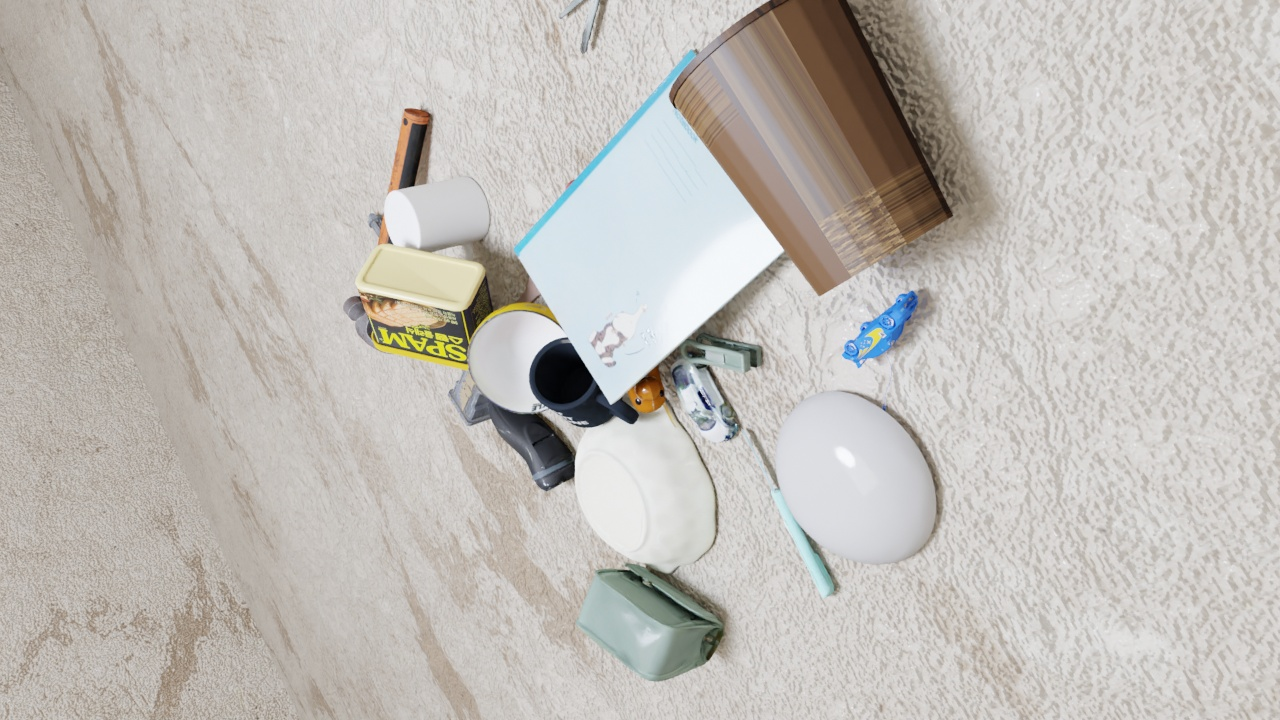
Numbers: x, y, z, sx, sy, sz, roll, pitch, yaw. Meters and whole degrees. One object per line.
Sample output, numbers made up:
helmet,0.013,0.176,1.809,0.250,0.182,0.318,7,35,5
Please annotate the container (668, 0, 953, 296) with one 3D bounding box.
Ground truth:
container,0.118,-0.140,0.610,0.132,0.131,0.167,-34,87,51

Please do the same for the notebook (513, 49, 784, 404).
notebook,0.008,-0.106,0.778,0.254,0.009,0.181,-43,72,31

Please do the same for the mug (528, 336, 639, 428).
mug,-0.048,0.030,0.885,0.105,0.071,0.077,29,173,22

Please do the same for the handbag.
handbag,0.009,0.262,0.943,0.122,0.106,0.067,26,102,39

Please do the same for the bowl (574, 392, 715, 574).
bowl,-0.010,0.134,0.938,0.189,0.060,0.220,22,122,42

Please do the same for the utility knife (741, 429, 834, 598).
utility knife,0.130,0.133,0.811,0.165,0.015,0.022,64,173,7

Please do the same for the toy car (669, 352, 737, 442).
toy car,0.055,0.036,0.840,0.039,0.027,0.089,-38,78,49

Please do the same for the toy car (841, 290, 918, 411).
toy car,0.185,-0.004,0.671,0.062,0.033,0.092,46,144,2

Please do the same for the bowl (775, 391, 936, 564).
bowl,0.159,0.102,0.733,0.150,0.043,0.150,28,129,40

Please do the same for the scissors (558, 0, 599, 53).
scissors,-0.019,-0.325,0.765,0.158,0.014,0.142,25,123,40

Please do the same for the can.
can,-0.230,-0.059,0.997,0.135,0.075,0.104,12,145,9

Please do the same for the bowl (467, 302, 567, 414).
bowl,-0.120,-0.010,0.975,0.117,0.067,0.117,1,112,2

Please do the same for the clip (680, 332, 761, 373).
clip,0.070,-0.006,0.803,0.076,0.042,0.023,15,116,45

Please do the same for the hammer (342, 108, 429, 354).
hammer,-0.297,-0.150,1.119,0.138,0.034,0.315,43,127,33

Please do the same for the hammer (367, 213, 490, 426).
hammer,-0.269,-0.072,1.162,0.322,0.044,0.099,54,140,21

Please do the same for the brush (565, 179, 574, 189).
brush,-0.048,-0.090,0.897,0.030,0.040,0.172,5,110,30

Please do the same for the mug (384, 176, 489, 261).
mug,-0.225,-0.144,1.030,0.074,0.090,0.110,13,117,46

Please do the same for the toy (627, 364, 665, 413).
toy,-0.005,0.005,0.873,0.103,0.070,0.090,-179,70,-82

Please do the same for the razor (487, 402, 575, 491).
razor,-0.128,0.096,1.067,0.140,0.052,0.064,44,143,31

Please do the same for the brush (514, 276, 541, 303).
brush,-0.115,-0.083,0.991,0.050,0.015,0.136,58,141,13
